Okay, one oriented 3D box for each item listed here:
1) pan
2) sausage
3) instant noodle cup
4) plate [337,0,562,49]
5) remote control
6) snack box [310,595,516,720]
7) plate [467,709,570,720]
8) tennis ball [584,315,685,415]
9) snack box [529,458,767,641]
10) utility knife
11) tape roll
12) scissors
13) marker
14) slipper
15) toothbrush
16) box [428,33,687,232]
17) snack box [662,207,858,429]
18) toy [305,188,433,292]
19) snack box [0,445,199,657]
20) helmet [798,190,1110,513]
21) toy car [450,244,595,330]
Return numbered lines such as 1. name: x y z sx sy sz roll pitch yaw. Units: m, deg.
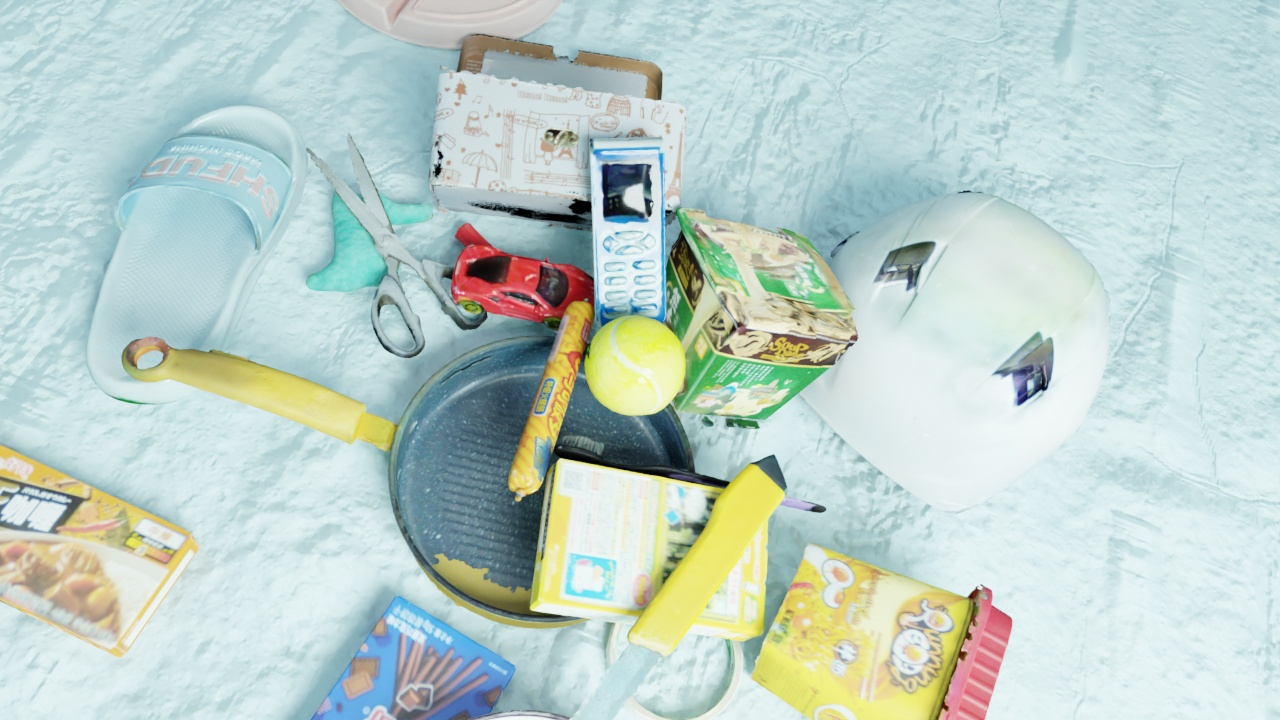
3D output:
1. pan: -0.137 0.051 0.583 0.357 0.078 0.197 13 59 -5
2. sausage: -0.055 0.020 0.589 0.021 0.022 0.164 17 52 -3
3. instant noodle cup: 0.140 0.181 0.558 0.124 0.116 0.116 24 59 15
4. plate: -0.179 -0.378 0.845 0.229 0.028 0.229 5 60 -10
5. remote control: -0.008 -0.083 0.607 0.049 0.125 0.024 -2 17 -6
6. snack box: -0.146 0.221 0.515 0.084 0.026 0.156 29 59 4
7. plate: -0.069 0.284 0.475 0.192 0.039 0.192 9 65 -20
8. tennis ball: -0.004 0.003 0.593 0.065 0.066 0.065 5 60 -9
9. snack box: 0.008 0.115 0.556 0.140 0.034 0.086 11 64 -13
10. utility knife: 0.022 0.133 0.523 0.033 0.015 0.222 43 57 2
11. tape roll: 0.021 0.187 0.578 0.085 0.014 0.085 5 60 -10
12. scissors: -0.180 -0.079 0.655 0.164 0.014 0.164 23 61 -20
13. marker: -0.086 -0.051 0.688 0.145 0.017 0.017 44 61 13
14. slipper: -0.308 -0.087 0.627 0.104 0.074 0.244 10 61 -5
15. toothbrush: 0.035 0.076 0.597 0.189 0.014 0.016 14 47 -12
16. box: -0.065 -0.174 0.719 0.179 0.136 0.269 6 30 -8
17. snack box: 0.065 -0.025 0.637 0.118 0.106 0.117 8 42 -30
18. toy: -0.200 -0.093 0.679 0.096 0.030 0.091 -6 66 -18
19. snack box: -0.349 0.106 0.536 0.154 0.026 0.075 24 58 2
20. helmet: 0.242 -0.033 0.673 0.258 0.146 0.229 -37 74 -27
21. toy car: -0.082 -0.054 0.662 0.106 0.031 0.049 13 62 -7
